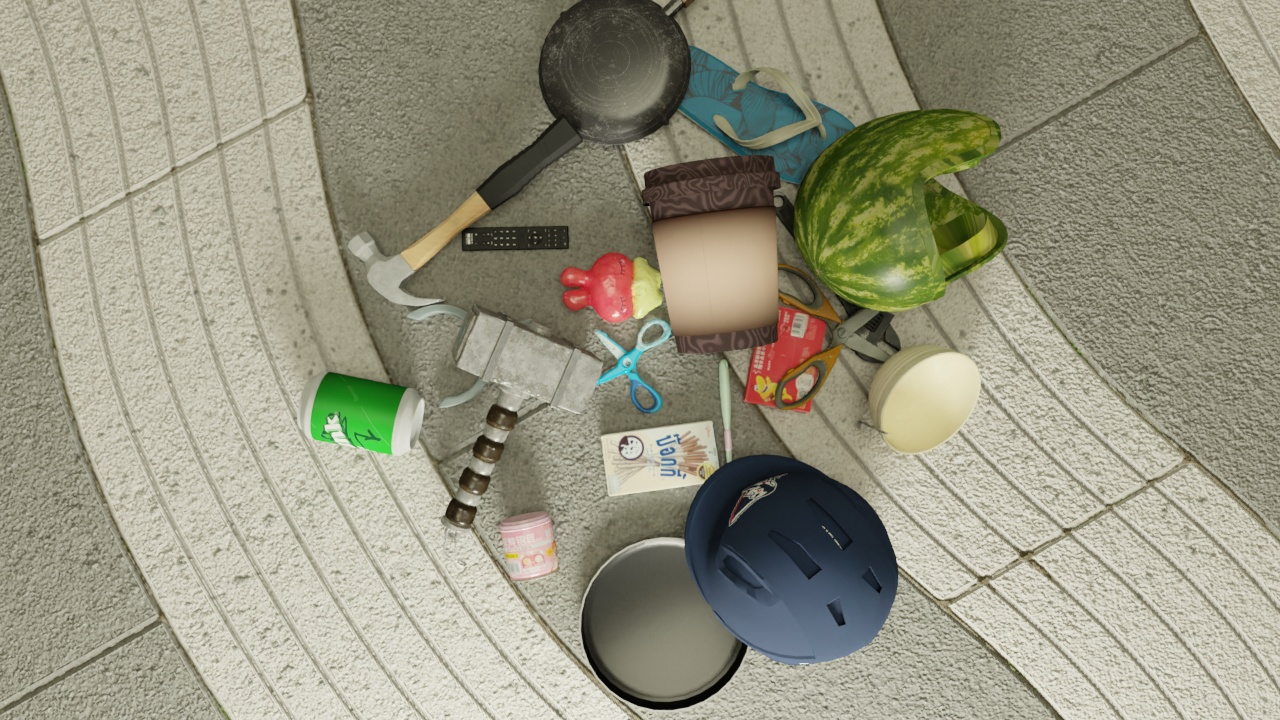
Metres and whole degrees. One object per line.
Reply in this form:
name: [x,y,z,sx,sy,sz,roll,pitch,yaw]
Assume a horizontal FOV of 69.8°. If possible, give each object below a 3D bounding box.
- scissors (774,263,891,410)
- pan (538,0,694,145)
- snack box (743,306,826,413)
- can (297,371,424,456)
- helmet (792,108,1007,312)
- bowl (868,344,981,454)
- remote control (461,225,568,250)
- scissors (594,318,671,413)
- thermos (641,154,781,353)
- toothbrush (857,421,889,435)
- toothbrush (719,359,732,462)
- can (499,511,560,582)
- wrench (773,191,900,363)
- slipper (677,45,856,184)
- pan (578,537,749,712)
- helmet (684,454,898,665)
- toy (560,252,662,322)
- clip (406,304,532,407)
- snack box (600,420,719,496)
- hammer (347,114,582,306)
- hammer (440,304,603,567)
scissors: [0.239,-0.040,1.201,0.225,0.016,0.230,-40,94,-6]
pan: [0.020,-0.437,1.185,0.357,0.040,0.207,-44,84,4]
snack box: [0.192,-0.003,1.217,0.089,0.021,0.133,11,89,-3]
can: [-0.351,0.067,1.158,0.140,0.088,0.088,12,89,-3]
helmet: [0.306,-0.180,1.121,0.246,0.213,0.243,-44,48,-16]
bowl: [0.354,0.039,1.186,0.150,0.075,0.151,-12,122,-19]
remote control: [-0.165,-0.161,1.208,0.140,0.009,0.030,-1,89,-3]
scissors: [-0.007,0.008,1.214,0.134,0.011,0.140,-31,92,-5]
thermos: [0.097,-0.130,1.148,0.172,0.172,0.226,-7,96,-3]
toothbrush: [0.289,0.088,1.142,0.010,0.181,0.010,10,91,4]
toothbrush: [0.113,0.076,1.217,0.022,0.015,0.154,-2,89,-33]
can: [-0.142,0.238,1.177,0.067,0.067,0.076,-11,90,-3]
wrench: [0.256,-0.111,1.225,0.073,0.018,0.273,-36,90,-3]
slipper: [0.156,-0.322,1.202,0.295,0.060,0.118,28,91,-2]
pan: [0.066,0.286,1.202,0.225,0.034,0.356,30,88,-2]
helmet: [0.181,0.232,1.110,0.232,0.223,0.272,-36,66,-15]
toy: [-0.037,-0.095,1.195,0.135,0.045,0.091,2,87,-9]
clip: [-0.238,-0.019,1.196,0.165,0.032,0.164,28,89,-3]
snack box: [0.026,0.128,1.206,0.150,0.026,0.082,-7,90,-3]
hammer: [-0.213,-0.196,1.180,0.328,0.039,0.131,-39,92,2]
hammer: [-0.189,0.103,1.159,0.177,0.079,0.326,22,94,-19]
